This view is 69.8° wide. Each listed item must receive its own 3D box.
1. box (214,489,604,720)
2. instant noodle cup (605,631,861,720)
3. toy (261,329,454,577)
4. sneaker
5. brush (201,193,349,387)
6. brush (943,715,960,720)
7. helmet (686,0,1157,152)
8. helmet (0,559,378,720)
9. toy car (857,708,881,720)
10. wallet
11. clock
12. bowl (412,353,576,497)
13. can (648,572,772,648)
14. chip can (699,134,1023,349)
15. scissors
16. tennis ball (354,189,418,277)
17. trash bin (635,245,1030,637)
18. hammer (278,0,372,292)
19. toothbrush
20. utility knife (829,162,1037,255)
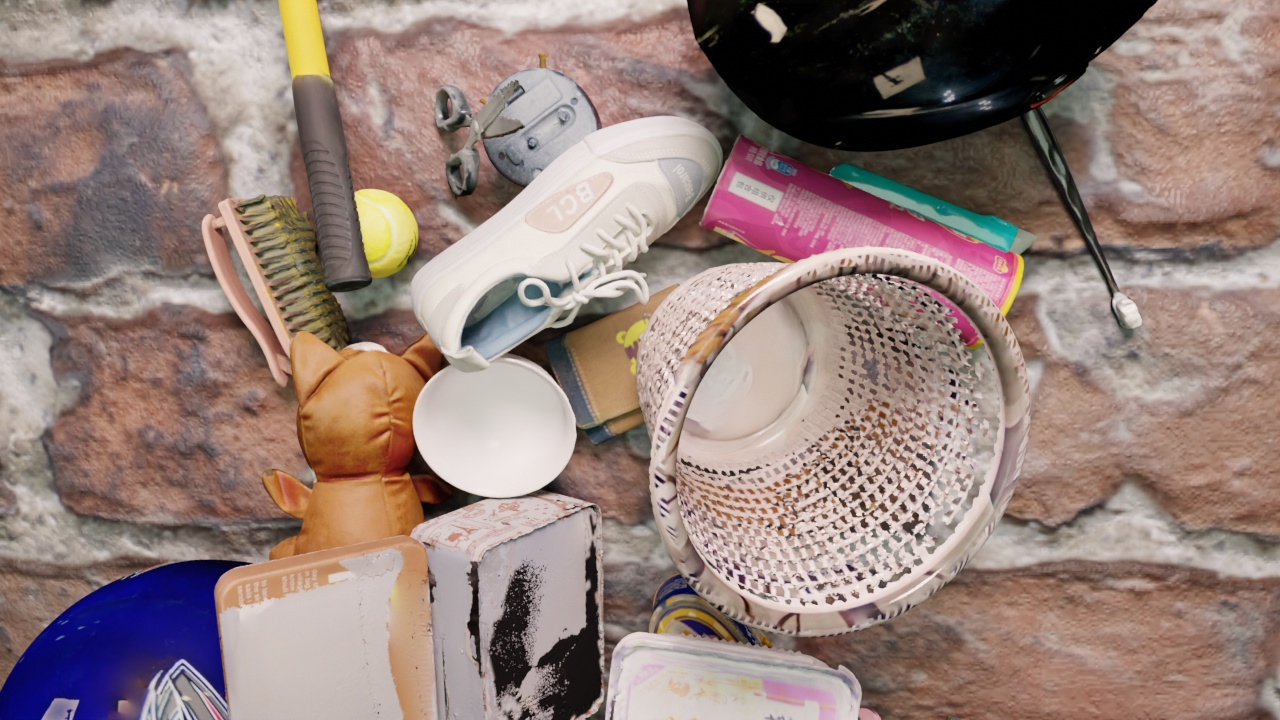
[{"bbox_3d":[-0.147,0.203,0.638,0.105,0.259,0.179,8,103,38],"label":"box"},{"bbox_3d":[0.063,0.260,0.665,0.173,0.060,0.138,7,101,5],"label":"instant noodle cup"},{"bbox_3d":[-0.212,0.074,0.695,0.131,0.139,0.200,17,107,43],"label":"toy"},{"bbox_3d":[-0.040,-0.076,0.617,0.242,0.090,0.089,-34,137,-2],"label":"sneaker"},{"bbox_3d":[-0.278,-0.053,0.704,0.073,0.063,0.145,-19,99,6],"label":"brush"},{"bbox_3d":[0.245,0.347,0.709,0.073,0.055,0.144,19,102,4],"label":"brush"},{"bbox_3d":[0.160,-0.241,0.527,0.276,0.229,0.233,-19,99,49],"label":"helmet"},{"bbox_3d":[-0.338,0.314,0.689,0.247,0.240,0.315,-16,98,12],"label":"helmet"},{"bbox_3d":[0.134,0.309,0.717,0.122,0.056,0.037,-29,99,12],"label":"toy car"},{"bbox_3d":[-0.004,0.004,0.694,0.115,0.033,0.090,-24,95,8],"label":"wallet"},{"bbox_3d":[-0.061,-0.154,0.660,0.082,0.055,0.122,-34,95,11],"label":"clock"},{"bbox_3d":[-0.106,0.036,0.689,0.118,0.064,0.118,0,117,-1],"label":"bowl"},{"bbox_3d":[0.063,0.237,0.717,0.075,0.049,0.148,-33,94,11],"label":"can"},{"bbox_3d":[0.150,-0.083,0.637,0.210,0.071,0.071,25,102,3],"label":"chip can"},{"bbox_3d":[-0.113,-0.163,0.621,0.014,0.169,0.156,-13,60,-24],"label":"scissors"},{"bbox_3d":[-0.199,-0.094,0.683,0.065,0.065,0.065,1,100,7],"label":"tennis ball"},{"bbox_3d":[0.091,0.027,0.584,0.227,0.192,0.228,-4,107,-15],"label":"trash bin"},{"bbox_3d":[-0.233,-0.195,0.649,0.129,0.033,0.300,-15,82,10],"label":"hammer"},{"bbox_3d":[0.307,-0.102,0.641,0.016,0.018,0.181,-27,94,14],"label":"toothbrush"},{"bbox_3d":[0.205,-0.106,0.655,0.151,0.013,0.029,23,100,5],"label":"utility knife"}]
